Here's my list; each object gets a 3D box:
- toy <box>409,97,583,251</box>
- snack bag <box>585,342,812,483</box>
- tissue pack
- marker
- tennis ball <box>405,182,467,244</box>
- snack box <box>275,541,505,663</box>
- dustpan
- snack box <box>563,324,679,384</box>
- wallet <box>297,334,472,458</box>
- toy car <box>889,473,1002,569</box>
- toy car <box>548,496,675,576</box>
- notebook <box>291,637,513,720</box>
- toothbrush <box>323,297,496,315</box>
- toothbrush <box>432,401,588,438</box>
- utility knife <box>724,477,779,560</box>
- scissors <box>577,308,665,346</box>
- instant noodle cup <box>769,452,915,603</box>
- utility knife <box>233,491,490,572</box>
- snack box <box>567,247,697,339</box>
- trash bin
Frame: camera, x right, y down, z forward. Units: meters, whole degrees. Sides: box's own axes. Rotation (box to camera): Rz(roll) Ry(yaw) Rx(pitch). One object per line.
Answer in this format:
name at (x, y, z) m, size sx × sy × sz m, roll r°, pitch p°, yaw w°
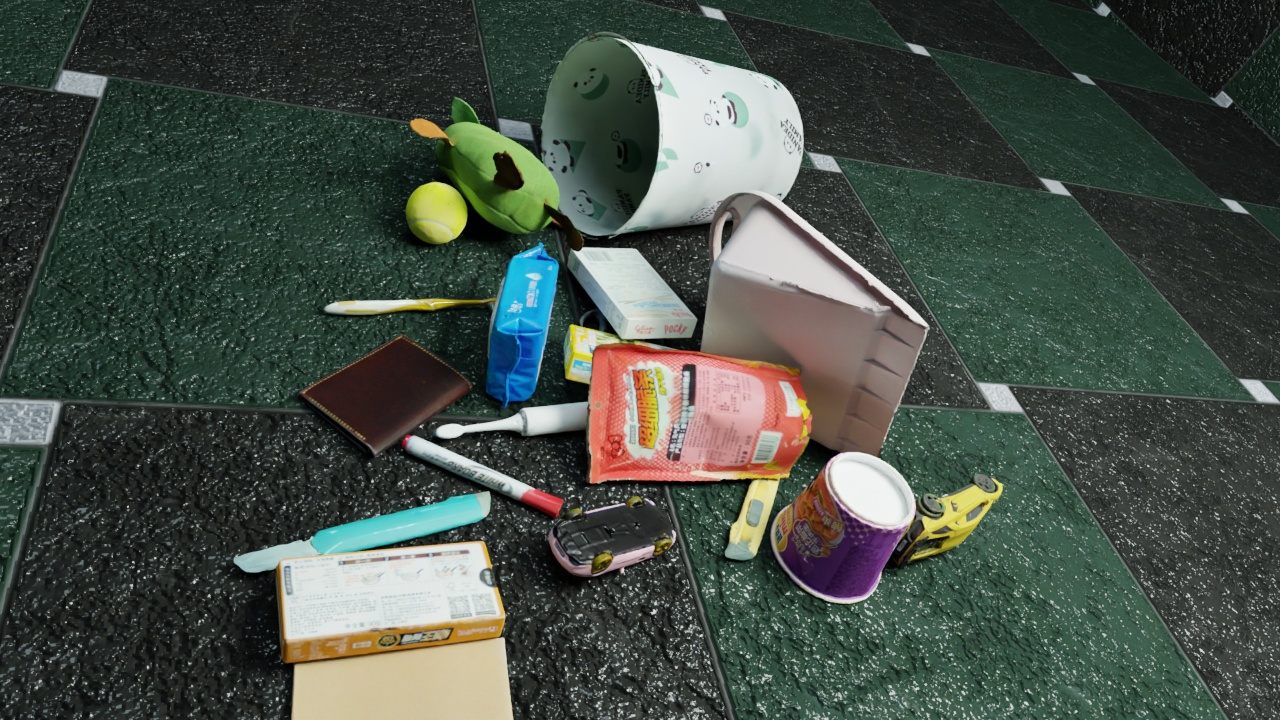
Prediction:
toy at (-0.157, -0.203, 1.018) m, size 0.227 × 0.090 × 0.247 m, roll 35°, pitch 4°, yaw -42°
snack bag at (0.052, 0.052, 0.844) m, size 0.207 × 0.128 × 0.073 m, roll 4°, pitch 5°, yaw -18°
tissue pack at (-0.114, -0.037, 0.879) m, size 0.052 × 0.095 × 0.156 m, roll 11°, pitch 41°, yaw -5°
marker at (-0.135, 0.098, 0.782) m, size 0.145 × 0.017 × 0.017 m, roll 23°, pitch 40°, yaw 1°
tennis ball at (-0.219, -0.158, 0.985) m, size 0.065 × 0.066 × 0.065 m, roll 13°, pitch 41°, yaw -12°
snack box at (-0.181, 0.172, 0.666) m, size 0.153 × 0.026 × 0.075 m, roll 0°, pitch 37°, yaw -25°
dustpan at (0.163, -0.050, 0.923) m, size 0.273 × 0.223 × 0.138 m, roll 26°, pitch 52°, yaw 16°
snack box at (-0.005, 0.005, 0.907) m, size 0.140 × 0.034 × 0.087 m, roll 15°, pitch 17°, yaw -12°
wallet at (-0.225, 0.027, 0.818) m, size 0.096 × 0.020 × 0.122 m, roll 32°, pitch 42°, yaw 19°
toy car at (0.295, 0.152, 0.876) m, size 0.155 × 0.071 × 0.041 m, roll -14°, pitch 51°, yaw -36°
toy car at (-0.024, 0.149, 0.764) m, size 0.122 × 0.037 × 0.056 m, roll -4°, pitch 49°, yaw -45°
notebook at (-0.149, 0.276, 0.588) m, size 0.147 × 0.008 × 0.207 m, roll 4°, pitch 43°, yaw -21°
toothbrush at (-0.215, -0.051, 0.911) m, size 0.191 × 0.016 × 0.018 m, roll -4°, pitch 56°, yaw -29°
toothbrush at (-0.081, 0.055, 0.846) m, size 0.220 × 0.026 × 0.026 m, roll -5°, pitch 75°, yaw -28°
utility knife at (0.110, 0.130, 0.864) m, size 0.031 × 0.018 × 0.164 m, roll 30°, pitch 36°, yaw -1°
scissors at (-0.026, -0.061, 1.012) m, size 0.174 × 0.014 × 0.159 m, roll 38°, pitch 40°, yaw 21°
instant noodle cup at (0.184, 0.142, 0.816) m, size 0.111 × 0.099 × 0.111 m, roll 12°, pitch 41°, yaw -10°
utility knife at (-0.207, 0.133, 0.713) m, size 0.205 × 0.013 × 0.029 m, roll -8°, pitch 51°, yaw -35°
snack box at (-0.012, -0.075, 0.987) m, size 0.084 × 0.027 × 0.156 m, roll -2°, pitch 35°, yaw -29°
trash bin at (0.045, -0.265, 1.113) m, size 0.251 × 0.230 × 0.229 m, roll -8°, pitch 49°, yaw -38°
